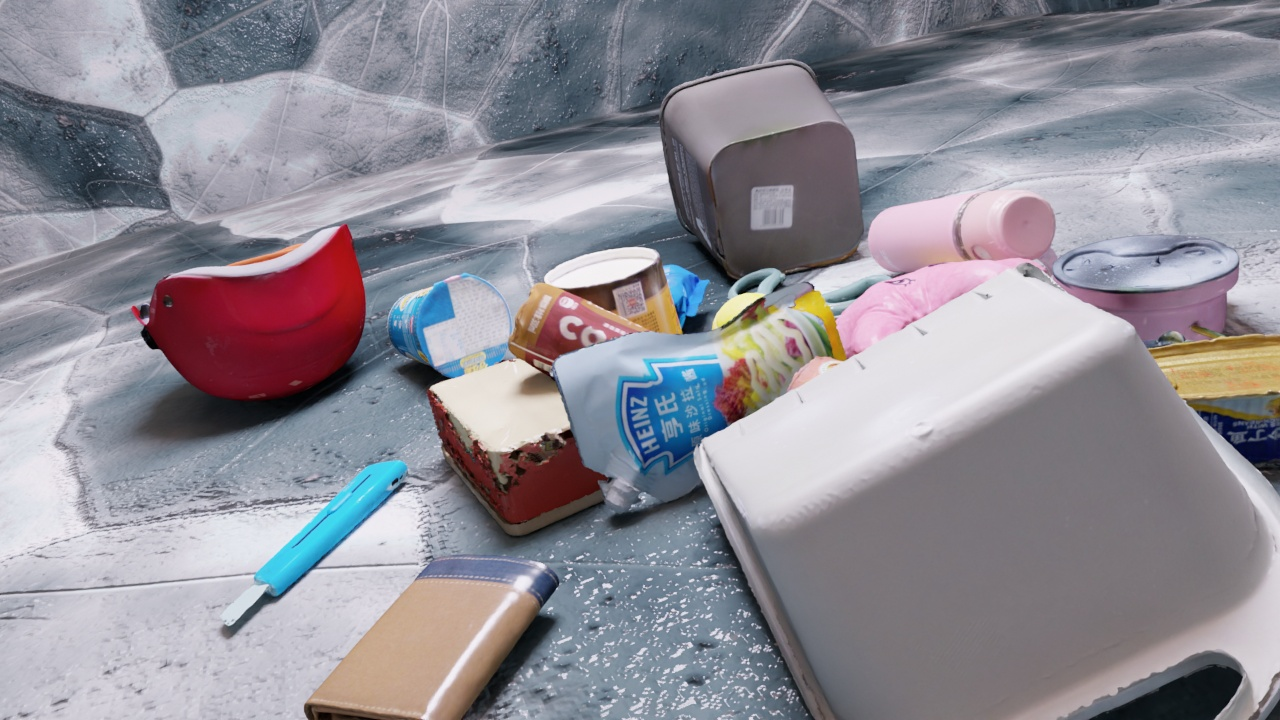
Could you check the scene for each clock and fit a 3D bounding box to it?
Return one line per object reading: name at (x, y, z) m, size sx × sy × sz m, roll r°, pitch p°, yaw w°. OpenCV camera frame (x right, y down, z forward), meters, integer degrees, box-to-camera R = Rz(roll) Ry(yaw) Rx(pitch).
clock at (0.371, -0.054, 0.680) m, size 0.117 × 0.060 × 0.158 m, roll -1°, pitch 25°, yaw 28°

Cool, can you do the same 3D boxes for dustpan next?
dustpan at (0.150, 0.072, 0.425) m, size 0.223 × 0.142 × 0.257 m, roll -30°, pitch 3°, yaw 8°

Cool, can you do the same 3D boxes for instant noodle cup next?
instant noodle cup at (-0.019, -0.022, 0.731) m, size 0.118 × 0.114 × 0.118 m, roll -10°, pitch 22°, yaw 4°
instant noodle cup at (-0.193, -0.034, 0.895) m, size 0.099 × 0.099 × 0.110 m, roll -26°, pitch 17°, yaw -32°

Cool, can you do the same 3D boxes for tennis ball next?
tennis ball at (0.090, -0.022, 0.740) m, size 0.065 × 0.065 × 0.065 m, roll -10°, pitch 22°, yaw 4°

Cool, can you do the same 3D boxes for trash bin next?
trash bin at (0.136, -0.206, 1.023) m, size 0.198 × 0.199 × 0.219 m, roll -13°, pitch 28°, yaw 1°

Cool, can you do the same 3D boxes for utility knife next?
utility knife at (-0.218, 0.119, 0.618) m, size 0.034 × 0.018 × 0.178 m, roll -2°, pitch 25°, yaw 23°

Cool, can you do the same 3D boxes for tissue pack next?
tissue pack at (-0.013, -0.048, 0.879) m, size 0.157 × 0.052 × 0.094 m, roll -7°, pitch 24°, yaw 13°

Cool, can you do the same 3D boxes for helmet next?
helmet at (-0.378, -0.033, 0.923) m, size 0.206 × 0.144 × 0.241 m, roll -27°, pitch 12°, yaw -35°

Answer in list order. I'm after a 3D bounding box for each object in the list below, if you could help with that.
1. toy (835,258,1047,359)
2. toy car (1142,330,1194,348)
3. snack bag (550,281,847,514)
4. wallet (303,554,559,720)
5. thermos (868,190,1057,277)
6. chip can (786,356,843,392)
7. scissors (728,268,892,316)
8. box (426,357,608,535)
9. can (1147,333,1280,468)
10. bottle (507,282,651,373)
toy at (0.215, -0.035, 0.662) m, size 0.194 × 0.074 × 0.179 m, roll -23°, pitch -4°, yaw -24°
toy car at (0.313, 0.005, 0.597) m, size 0.042 × 0.034 × 0.091 m, roll -31°, pitch 14°, yaw -32°
snack bag at (0.045, 0.023, 0.593) m, size 0.190 × 0.110 × 0.039 m, roll -19°, pitch 16°, yaw -18°
wallet at (-0.104, 0.146, 0.473) m, size 0.090 × 0.033 × 0.115 m, roll -4°, pitch 24°, yaw 27°
thermos at (0.283, -0.105, 0.805) m, size 0.067 × 0.087 × 0.199 m, roll -49°, pitch 15°, yaw -7°
chip can at (0.177, 0.050, 0.507) m, size 0.071 × 0.071 × 0.215 m, roll -26°, pitch 24°, yaw -31°
scissors at (0.145, -0.064, 0.881) m, size 0.170 × 0.019 × 0.179 m, roll -17°, pitch 23°, yaw -8°
box at (-0.091, 0.047, 0.649) m, size 0.091 × 0.077 × 0.168 m, roll -20°, pitch 22°, yaw -22°
can at (0.336, 0.023, 0.518) m, size 0.148 × 0.049 × 0.074 m, roll -7°, pitch 22°, yaw 13°
bottle at (-0.004, 0.004, 0.648) m, size 0.175 × 0.058 × 0.057 m, roll 24°, pitch 28°, yaw 4°
